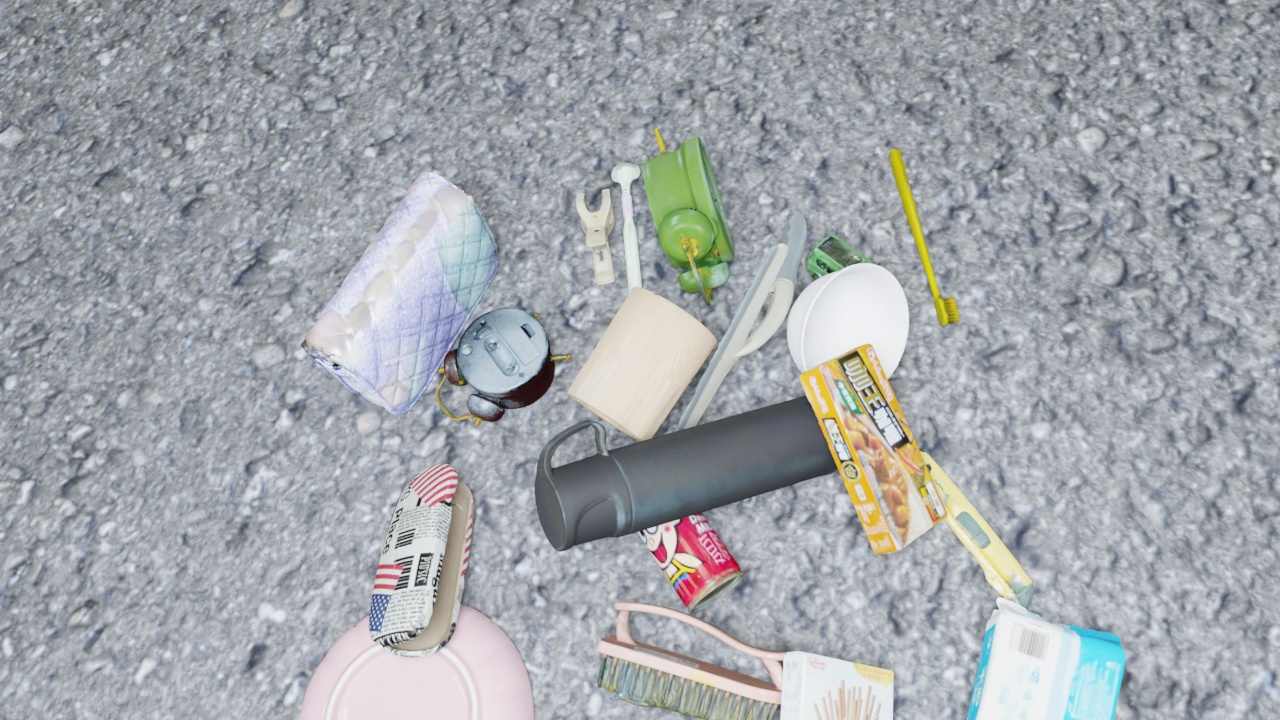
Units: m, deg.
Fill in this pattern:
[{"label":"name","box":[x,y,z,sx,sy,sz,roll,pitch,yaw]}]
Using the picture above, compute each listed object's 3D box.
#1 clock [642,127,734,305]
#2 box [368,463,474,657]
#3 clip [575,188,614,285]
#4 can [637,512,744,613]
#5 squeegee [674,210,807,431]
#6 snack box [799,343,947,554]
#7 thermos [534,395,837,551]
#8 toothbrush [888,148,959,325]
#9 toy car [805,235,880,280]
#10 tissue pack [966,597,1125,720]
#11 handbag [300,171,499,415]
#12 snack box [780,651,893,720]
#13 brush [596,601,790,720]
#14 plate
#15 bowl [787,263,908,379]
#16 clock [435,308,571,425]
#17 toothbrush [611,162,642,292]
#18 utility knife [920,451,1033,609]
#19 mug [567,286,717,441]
[{"label":"clock","box":[0.046,-0.125,0.830,0.056,0.116,0.161,-16,61,12]},{"label":"box","box":[-0.182,0.153,0.739,0.075,0.077,0.163,-6,49,10]},{"label":"clip","box":[-0.040,-0.126,0.884,0.034,0.060,0.097,-10,54,1]},{"label":"can","box":[0.025,0.135,0.749,0.053,0.053,0.132,-33,66,-8]},{"label":"squeegee","box":[0.114,-0.060,0.792,0.039,0.247,0.245,28,44,4]},{"label":"snack box","box":[0.185,0.068,0.726,0.075,0.026,0.153,-21,86,-40]},{"label":"thermos","box":[0.040,0.074,0.709,0.242,0.068,0.090,-12,99,-26]},{"label":"toothbrush","box":[0.262,-0.118,0.853,0.016,0.016,0.189,-8,65,-2]},{"label":"toy car","box":[0.193,-0.077,0.833,0.091,0.036,0.043,42,76,17]},{"label":"tissue pack","box":[0.287,0.250,0.660,0.090,0.063,0.139,16,68,15]},{"label":"handbag","box":[-0.210,-0.056,0.820,0.075,0.134,0.193,23,70,15]},{"label":"snack box","box":[0.139,0.295,0.656,0.084,0.027,0.156,18,65,-23]},{"label":"brush","box":[0.041,0.233,0.698,0.146,0.063,0.073,12,79,12]},{"label":"plate","box":[-0.181,0.281,0.718,0.192,0.039,0.192,-3,66,6]},{"label":"bowl","box":[0.165,-0.028,0.790,0.118,0.118,0.065,-46,31,-13]},{"label":"clock","box":[-0.129,0.007,0.825,0.122,0.055,0.082,-36,67,-8]},{"label":"toothbrush","box":[-0.008,-0.107,0.881,0.029,0.020,0.189,-10,66,10]},{"label":"utility knife","box":[0.257,0.126,0.749,0.031,0.019,0.177,-30,61,-13]},{"label":"mug","box":[-0.005,0.005,0.773,0.084,0.125,0.103,35,83,-13]}]
